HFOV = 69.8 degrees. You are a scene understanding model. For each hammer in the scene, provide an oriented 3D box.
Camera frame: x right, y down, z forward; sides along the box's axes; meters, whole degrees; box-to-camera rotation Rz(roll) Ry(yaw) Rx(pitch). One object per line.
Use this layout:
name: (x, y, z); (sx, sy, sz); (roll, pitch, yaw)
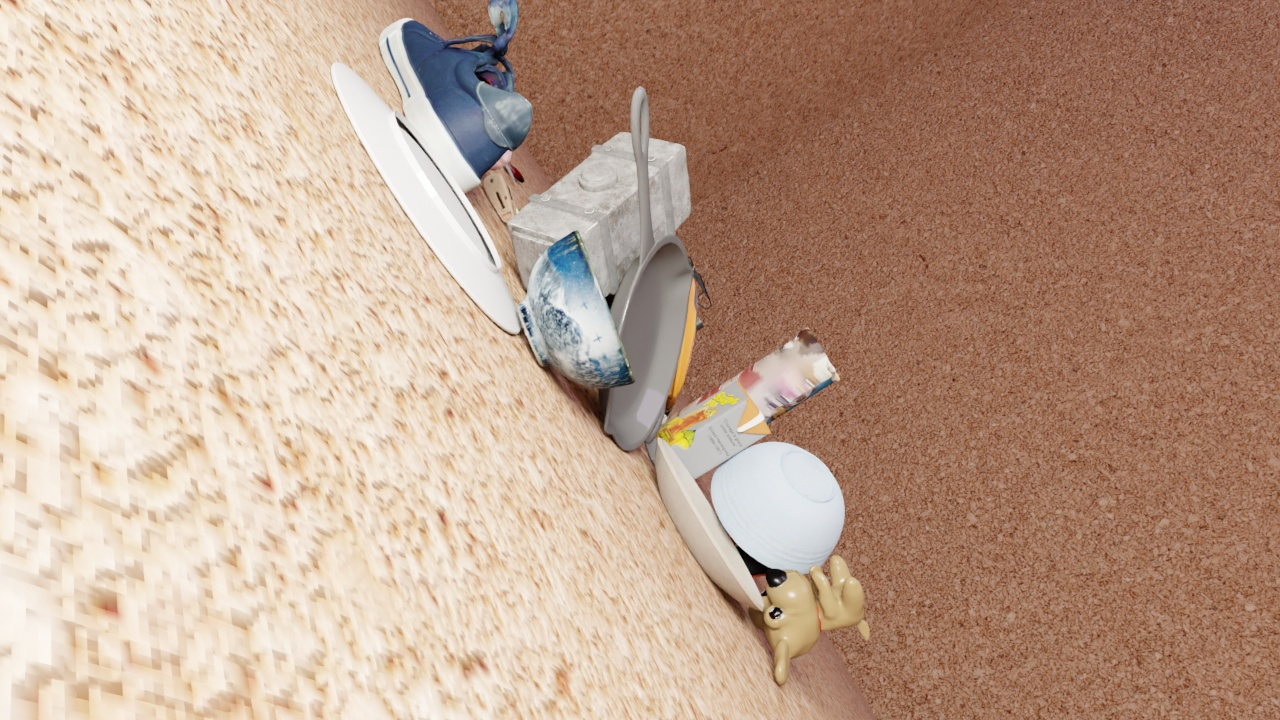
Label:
hammer: (-0.018, -0.042, 0.894); (0.079, 0.176, 0.327); (21, -40, 29)

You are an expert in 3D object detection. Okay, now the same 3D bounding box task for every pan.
pan: (-0.001, -0.062, 0.769); (0.355, 0.024, 0.215); (87, 23, -43)

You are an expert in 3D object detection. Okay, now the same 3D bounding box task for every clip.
clip: (-0.148, -0.170, 0.990); (0.041, 0.024, 0.060); (35, 33, -78)

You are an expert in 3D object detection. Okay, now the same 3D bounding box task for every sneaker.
sneaker: (-0.155, -0.260, 0.823); (0.121, 0.127, 0.294); (57, 1, -40)

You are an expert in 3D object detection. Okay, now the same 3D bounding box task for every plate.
plate: (-0.134, -0.109, 0.615); (0.208, 0.015, 0.208); (58, 3, -5)
plate: (0.057, 0.161, 0.877); (0.189, 0.027, 0.188); (58, 3, -5)

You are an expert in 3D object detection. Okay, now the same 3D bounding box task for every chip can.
chip can: (0.119, 0.052, 1.079); (0.080, 0.229, 0.079); (56, 6, -9)

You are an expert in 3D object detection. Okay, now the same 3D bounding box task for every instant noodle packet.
instant noodle packet: (0.043, -0.006, 1.153); (0.221, 0.032, 0.159); (102, -2, -73)

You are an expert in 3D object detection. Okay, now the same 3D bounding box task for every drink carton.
drink carton: (0.072, 0.081, 0.995); (0.048, 0.125, 0.076); (57, 3, -18)

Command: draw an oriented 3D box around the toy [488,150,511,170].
toy: (-0.186, -0.255, 0.990); (0.105, 0.053, 0.108); (41, 14, -42)

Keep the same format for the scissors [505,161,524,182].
scissors: (-0.234, -0.349, 1.508); (0.179, 0.015, 0.199); (59, 4, 8)

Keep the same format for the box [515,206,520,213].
box: (-0.095, -0.129, 1.088); (0.130, 0.064, 0.188); (16, 0, 2)

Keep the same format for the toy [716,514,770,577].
toy: (0.124, 0.197, 1.022); (0.119, 0.100, 0.097); (-7, 83, -62)

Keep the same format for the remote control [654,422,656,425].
remote control: (0.039, 0.112, 1.250); (0.043, 0.013, 0.136); (57, 3, -23)

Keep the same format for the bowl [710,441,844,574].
bowl: (0.157, 0.141, 0.966); (0.150, 0.075, 0.150); (22, 38, -19)

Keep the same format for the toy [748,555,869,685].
toy: (0.165, 0.246, 0.901); (0.134, 0.108, 0.106); (-109, 180, -77)

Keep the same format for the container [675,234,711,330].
container: (0.000, -0.096, 1.301); (0.130, 0.163, 0.241); (59, 3, 13)

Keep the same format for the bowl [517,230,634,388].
bowl: (-0.051, -0.028, 0.645); (0.114, 0.061, 0.114); (158, -88, -87)
